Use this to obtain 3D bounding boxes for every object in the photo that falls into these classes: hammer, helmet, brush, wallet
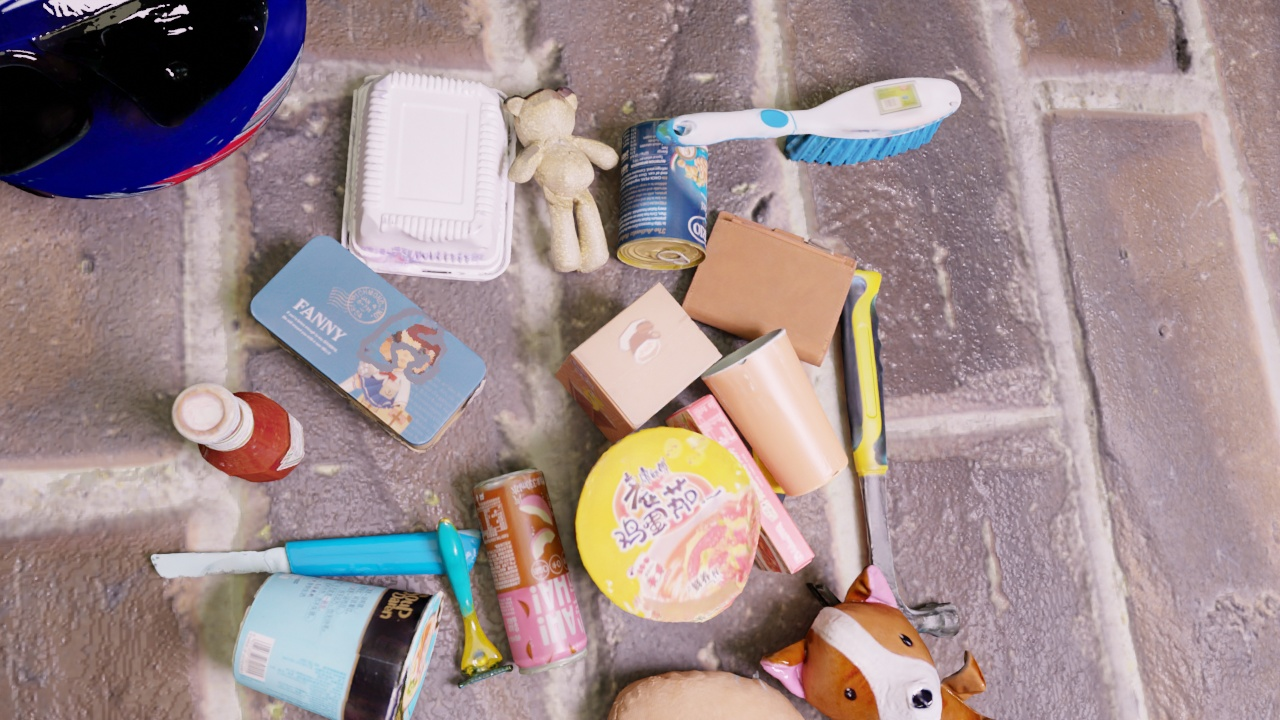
[{"bbox_3d":[0.198,0.078,0.799,0.126,0.032,0.323,0,79,-14],"label":"hammer"},{"bbox_3d":[-0.381,-0.227,0.616,0.247,0.241,0.314,32,60,35],"label":"helmet"},{"bbox_3d":[0.147,-0.205,0.804,0.314,0.110,0.060,-14,85,-15],"label":"brush"},{"bbox_3d":[0.112,-0.065,0.799,0.132,0.031,0.107,21,77,2],"label":"wallet"}]

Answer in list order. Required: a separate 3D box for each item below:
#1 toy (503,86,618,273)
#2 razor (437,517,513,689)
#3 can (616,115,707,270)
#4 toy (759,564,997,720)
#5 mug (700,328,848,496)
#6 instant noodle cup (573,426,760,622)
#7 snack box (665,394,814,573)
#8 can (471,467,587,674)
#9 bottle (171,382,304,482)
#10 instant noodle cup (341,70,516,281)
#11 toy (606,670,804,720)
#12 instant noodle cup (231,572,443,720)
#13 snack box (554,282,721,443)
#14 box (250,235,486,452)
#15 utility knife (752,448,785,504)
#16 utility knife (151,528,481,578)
[{"bbox_3d":[-0.067,-0.149,0.769,0.105,0.066,0.157,-15,92,-28],"label":"toy"},{"bbox_3d":[-0.133,0.181,0.693,0.043,0.028,0.132,-15,98,-10],"label":"razor"},{"bbox_3d":[0.019,-0.141,0.779,0.075,0.075,0.111,4,77,-12],"label":"can"},{"bbox_3d":[0.196,0.264,0.704,0.140,0.131,0.199,-38,92,-17],"label":"toy"},{"bbox_3d":[0.114,0.045,0.749,0.078,0.078,0.123,-33,94,-17],"label":"mug"},{"bbox_3d":[0.009,0.127,0.705,0.138,0.110,0.138,3,77,-13],"label":"instant noodle cup"},{"bbox_3d":[0.078,0.101,0.744,0.025,0.075,0.153,-32,87,-16],"label":"snack box"},{"bbox_3d":[-0.085,0.159,0.703,0.058,0.058,0.147,-14,82,-15],"label":"can"},{"bbox_3d":[-0.265,0.047,0.607,0.059,0.206,0.059,2,79,-12],"label":"bottle"},{"bbox_3d":[-0.170,-0.158,0.749,0.138,0.060,0.173,4,79,-12],"label":"instant noodle cup"},{"bbox_3d":[0.076,0.312,0.703,0.226,0.083,0.143,15,79,-13],"label":"toy"},{"bbox_3d":[-0.214,0.202,0.648,0.120,0.111,0.111,15,75,0],"label":"instant noodle cup"},{"bbox_3d":[-0.004,0.004,0.734,0.092,0.094,0.077,-39,89,-17],"label":"snack box"},{"bbox_3d":[-0.211,-0.014,0.709,0.184,0.061,0.089,38,72,-5],"label":"box"},{"bbox_3d":[0.112,0.049,0.794,0.033,0.015,0.163,7,76,-18],"label":"utility knife"},{"bbox_3d":[-0.239,0.148,0.691,0.236,0.018,0.034,0,80,-14],"label":"utility knife"}]
